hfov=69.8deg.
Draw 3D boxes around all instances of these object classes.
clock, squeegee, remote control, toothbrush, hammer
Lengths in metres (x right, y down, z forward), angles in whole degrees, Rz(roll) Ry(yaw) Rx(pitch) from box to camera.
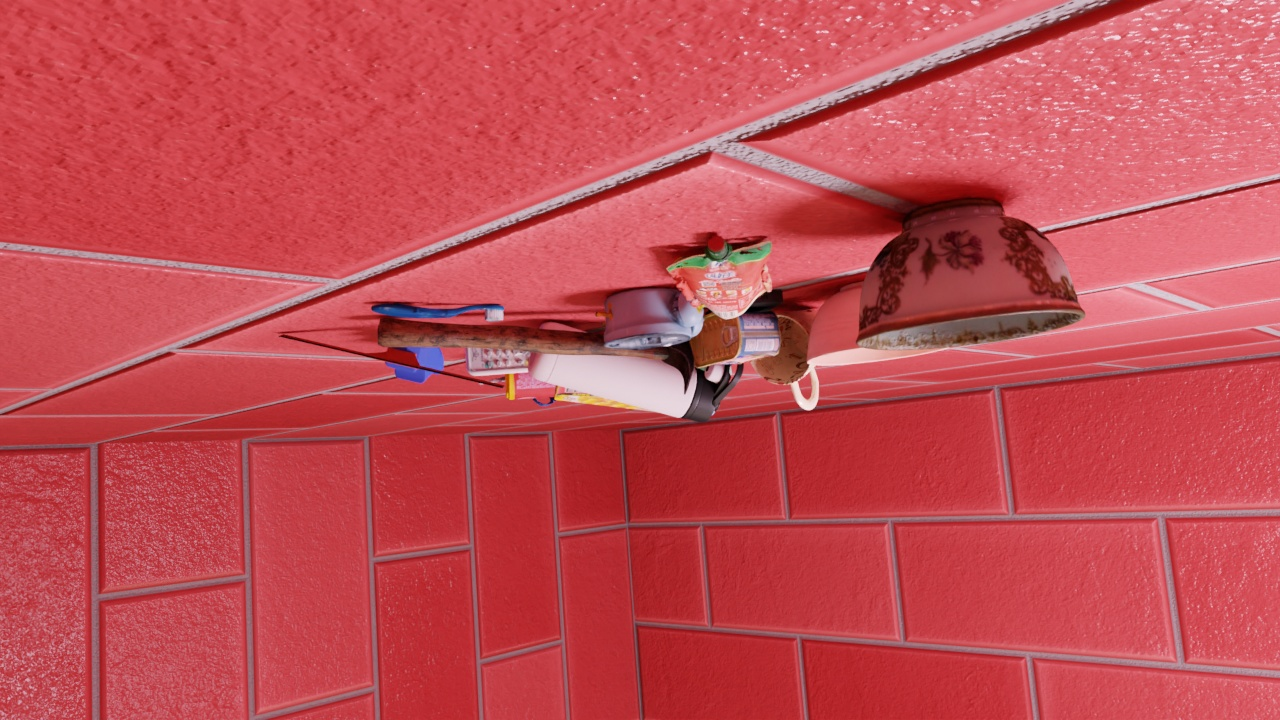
[{"bbox_3d":[0.019,-0.042,0.923,0.124,0.051,0.089,-5,172,3],"label":"clock"},{"bbox_3d":[-0.261,-0.002,1.071,0.249,0.055,0.185,13,174,3],"label":"squeegee"},{"bbox_3d":[-0.142,-0.010,1.096,0.133,0.050,0.022,-4,177,-2],"label":"remote control"},{"bbox_3d":[-0.196,-0.047,0.895,0.132,0.016,0.021,-1,170,-28],"label":"toothbrush"},{"bbox_3d":[0.112,-0.057,1.015,0.058,0.013,0.133,-3,173,-10],"label":"remote control"},{"bbox_3d":[-0.106,-0.016,0.964,0.330,0.033,0.119,3,-146,-13],"label":"hammer"}]

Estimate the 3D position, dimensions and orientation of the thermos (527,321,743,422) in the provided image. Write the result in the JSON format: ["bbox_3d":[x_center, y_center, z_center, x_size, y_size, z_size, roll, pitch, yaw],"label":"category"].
[{"bbox_3d":[-0.006,0.006,1.057,0.229,0.068,0.101,17,129,-14],"label":"thermos"}]

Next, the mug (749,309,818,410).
[{"bbox_3d":[0.187,-0.002,1.066,0.081,0.122,0.097,-13,-175,36],"label":"mug"}]

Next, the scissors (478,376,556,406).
[{"bbox_3d":[-0.167,0.030,1.306,0.130,0.117,0.014,-6,136,-17],"label":"scissors"}]

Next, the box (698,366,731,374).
[{"bbox_3d":[0.010,-0.001,1.140,0.189,0.077,0.091,-5,-174,22],"label":"box"}]

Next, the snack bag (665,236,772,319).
[{"bbox_3d":[0.069,-0.073,0.774,0.087,0.044,0.155,-11,168,8],"label":"snack bag"}]

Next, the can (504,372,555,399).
[{"bbox_3d":[-0.125,0.018,1.266,0.124,0.066,0.067,-3,173,-10],"label":"can"}]

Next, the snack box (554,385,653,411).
[{"bbox_3d":[-0.029,0.035,1.146,0.152,0.025,0.075,7,157,-8],"label":"snack box"}]

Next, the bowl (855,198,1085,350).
[{"bbox_3d":[0.238,-0.065,0.686,0.160,0.094,0.160,-4,173,-1],"label":"bowl"}]

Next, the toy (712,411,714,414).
[{"bbox_3d":[0.046,0.024,1.277,0.184,0.114,0.180,17,165,27],"label":"toy"}]

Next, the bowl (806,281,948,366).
[{"bbox_3d":[0.246,-0.042,0.964,0.153,0.076,0.153,-5,173,-1],"label":"bowl"}]

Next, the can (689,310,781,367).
[{"bbox_3d":[0.102,-0.024,0.998,0.059,0.054,0.100,-2,173,-28],"label":"can"}]
